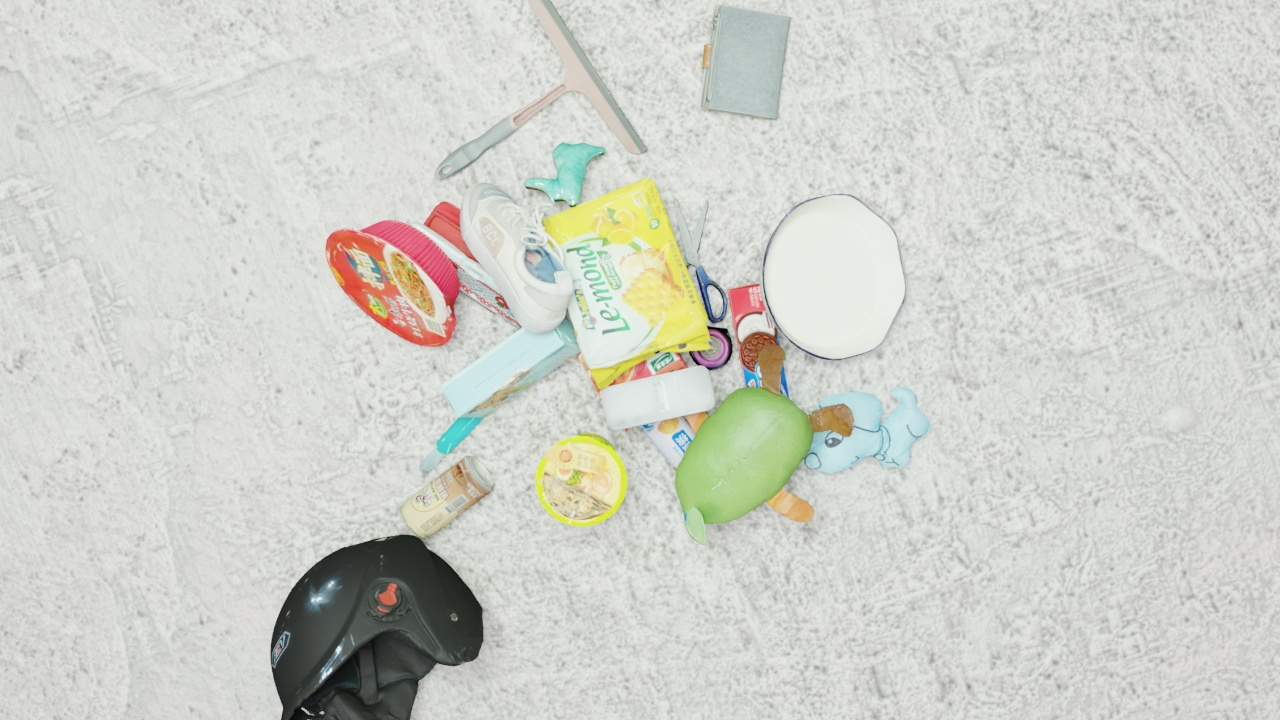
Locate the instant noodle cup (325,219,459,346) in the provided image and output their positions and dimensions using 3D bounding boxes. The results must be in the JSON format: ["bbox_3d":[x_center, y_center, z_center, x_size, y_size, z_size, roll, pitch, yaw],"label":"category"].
[{"bbox_3d":[-0.297,-0.106,1.149,0.194,0.194,0.065,36,58,-1],"label":"instant noodle cup"}]

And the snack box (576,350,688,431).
[{"bbox_3d":[-0.007,0.007,1.167,0.113,0.044,0.127,-34,58,3],"label":"snack box"}]

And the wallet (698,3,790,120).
[{"bbox_3d":[0.130,-0.378,1.166,0.106,0.037,0.130,6,96,-9],"label":"wallet"}]

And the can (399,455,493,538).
[{"bbox_3d":[-0.255,0.180,1.212,0.116,0.058,0.058,-37,93,4],"label":"can"}]

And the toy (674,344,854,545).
[{"bbox_3d":[0.132,0.108,1.123,0.227,0.090,0.247,45,103,11],"label":"toy"}]

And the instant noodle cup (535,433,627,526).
[{"bbox_3d":[-0.071,0.141,1.171,0.112,0.123,0.112,0,96,1],"label":"instant noodle cup"}]

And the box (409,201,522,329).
[{"bbox_3d":[-0.201,-0.117,1.167,0.201,0.098,0.095,34,95,-2],"label":"box"}]

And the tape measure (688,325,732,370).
[{"bbox_3d":[0.091,-0.017,1.195,0.057,0.039,0.058,6,90,1],"label":"tape measure"}]

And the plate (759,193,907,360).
[{"bbox_3d":[0.236,-0.103,1.151,0.204,0.046,0.205,0,91,-19],"label":"plate"}]

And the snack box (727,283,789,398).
[{"bbox_3d":[0.156,0.005,1.186,0.057,0.058,0.207,-10,94,5],"label":"snack box"}]

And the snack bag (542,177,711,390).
[{"bbox_3d":[-0.017,-0.101,1.142,0.158,0.068,0.246,-21,70,7],"label":"snack bag"}]

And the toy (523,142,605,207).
[{"bbox_3d":[-0.096,-0.236,1.156,0.096,0.030,0.091,6,72,2],"label":"toy"}]

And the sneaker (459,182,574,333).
[{"bbox_3d":[-0.149,-0.149,1.115,0.242,0.089,0.091,59,135,29],"label":"sneaker"}]

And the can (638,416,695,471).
[{"bbox_3d":[0.044,0.101,1.198,0.053,0.053,0.134,-39,92,4],"label":"can"}]

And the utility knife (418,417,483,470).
[{"bbox_3d":[-0.231,0.079,1.225,0.029,0.013,0.187,43,93,1],"label":"utility knife"}]

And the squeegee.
[{"bbox_3d":[-0.162,-0.308,1.180,0.250,0.040,0.248,-32,110,9],"label":"squeegee"}]

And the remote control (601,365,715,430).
[{"bbox_3d":[0.021,0.046,1.113,0.136,0.020,0.056,-14,81,9],"label":"remote control"}]

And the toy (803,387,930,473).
[{"bbox_3d":[0.286,0.090,1.193,0.156,0.050,0.161,35,90,-3],"label":"toy"}]

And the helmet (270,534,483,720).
[{"bbox_3d":[-0.333,0.337,1.128,0.230,0.274,0.234,51,118,23],"label":"helmet"}]

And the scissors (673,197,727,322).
[{"bbox_3d":[0.070,-0.120,1.192,0.163,0.012,0.162,40,80,-12],"label":"scissors"}]

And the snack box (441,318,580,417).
[{"bbox_3d":[-0.162,0.008,1.164,0.175,0.074,0.051,-34,77,13],"label":"snack box"}]
